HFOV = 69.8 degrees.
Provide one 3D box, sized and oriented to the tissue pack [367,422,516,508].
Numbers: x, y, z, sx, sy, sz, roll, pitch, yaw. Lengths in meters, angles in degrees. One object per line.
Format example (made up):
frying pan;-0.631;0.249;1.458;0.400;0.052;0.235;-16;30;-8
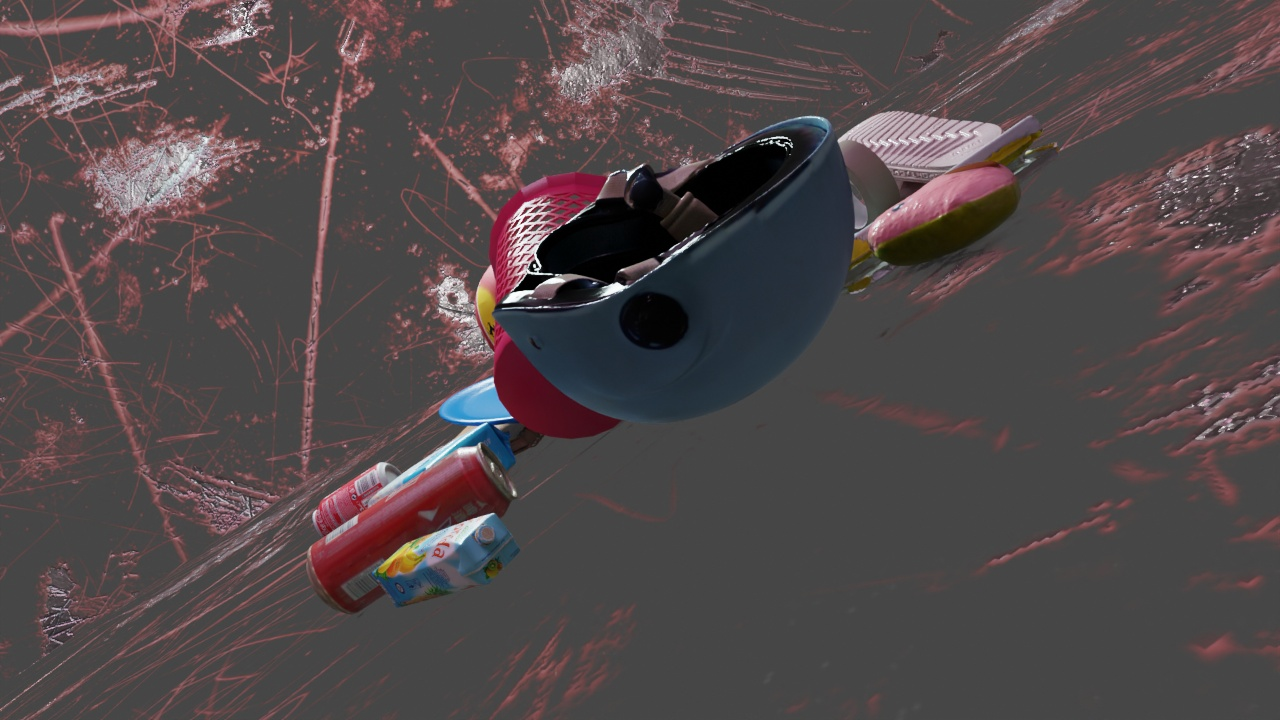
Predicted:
tissue pack;-0.184;0.119;0.859;0.093;0.061;0.144;-30;5;28

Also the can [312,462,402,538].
can;-0.330;0.172;1.090;0.105;0.064;0.064;-33;8;5

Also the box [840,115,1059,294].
box;0.240;-0.119;0.739;0.209;0.044;0.066;-35;-4;-6

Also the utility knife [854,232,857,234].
utility knife;0.213;-0.114;0.855;0.022;0.015;0.120;-61;12;-10

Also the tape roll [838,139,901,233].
tape roll;0.205;-0.162;0.879;0.030;0.094;0.094;-35;9;-12

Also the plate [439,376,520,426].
plate;-0.105;0.037;0.996;0.224;0.024;0.224;-12;13;3

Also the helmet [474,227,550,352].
helmet;-0.112;-0.097;1.354;0.270;0.197;0.225;-30;4;-42

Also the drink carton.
drink carton;-0.135;0.139;0.634;0.129;0.038;0.044;-25;12;43

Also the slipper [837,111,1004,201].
slipper;0.280;-0.201;0.939;0.094;0.064;0.239;-37;26;-9

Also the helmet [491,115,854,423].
helmet;0.039;-0.057;0.642;0.266;0.167;0.224;-26;23;33

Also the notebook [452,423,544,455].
notebook;-0.160;0.083;1.059;0.169;0.022;0.210;-26;10;18

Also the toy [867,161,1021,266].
toy;0.212;-0.101;0.648;0.110;0.051;0.089;-29;8;31

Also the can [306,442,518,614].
can;-0.185;0.136;0.746;0.170;0.067;0.067;-34;8;0

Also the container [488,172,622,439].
container;-0.063;-0.046;0.863;0.183;0.183;0.225;-31;30;19
